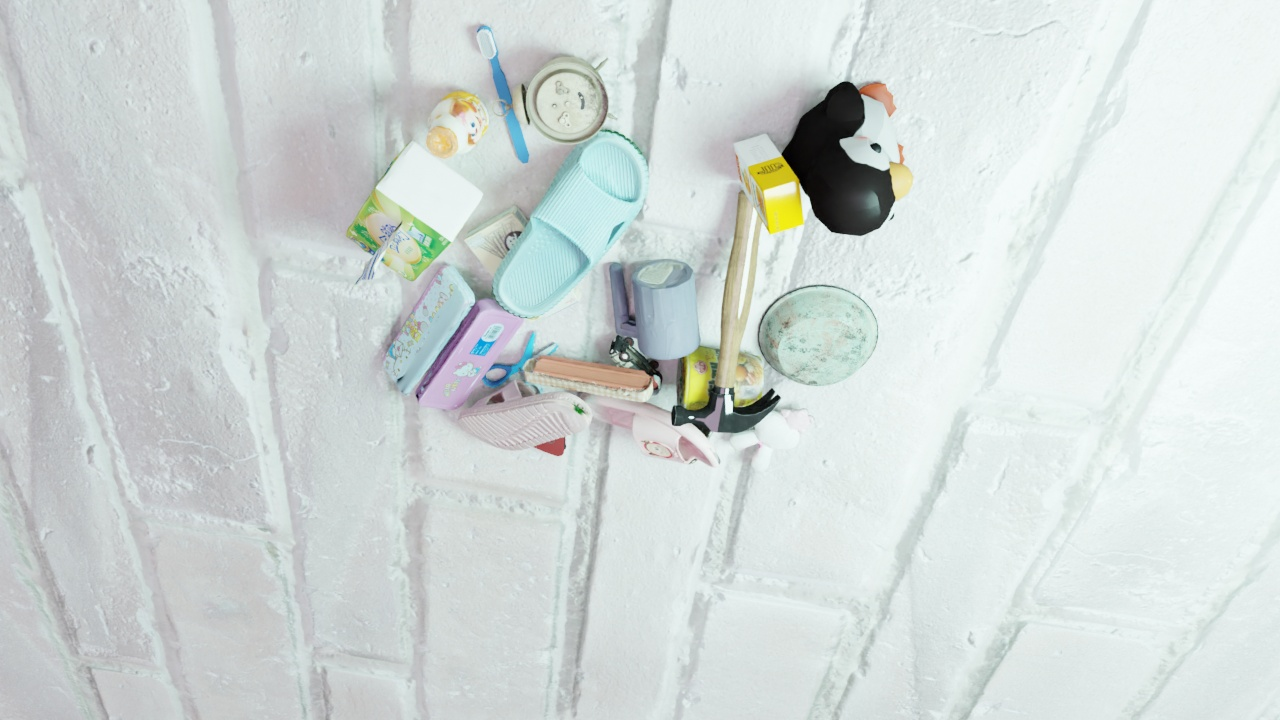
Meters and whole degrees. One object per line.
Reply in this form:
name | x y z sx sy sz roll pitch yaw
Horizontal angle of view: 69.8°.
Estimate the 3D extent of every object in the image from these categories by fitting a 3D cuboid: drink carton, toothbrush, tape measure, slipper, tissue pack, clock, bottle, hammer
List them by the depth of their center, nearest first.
drink carton | 0.144 -0.203 1.043 0.040 0.122 0.059 -17 130 -1
clock | -0.101 -0.298 1.049 0.141 0.054 0.093 -7 124 3
bottle | -0.213 -0.267 1.052 0.063 0.108 0.063 3 122 4
toothbrush | -0.159 -0.307 1.075 0.016 0.014 0.167 -7 125 12
tissue pack | -0.288 -0.146 1.082 0.120 0.141 0.198 33 157 -12
slipper | -0.088 -0.153 1.125 0.116 0.069 0.277 31 114 -22
hammer | 0.123 -0.057 1.148 0.132 0.040 0.306 4 107 -11
slipper | 0.009 0.095 1.272 0.222 0.055 0.107 21 159 23
slipper | -0.158 0.072 1.302 0.240 0.064 0.094 -13 134 40
tape measure | -0.135 0.113 1.372 0.059 0.019 0.052 23 122 -9

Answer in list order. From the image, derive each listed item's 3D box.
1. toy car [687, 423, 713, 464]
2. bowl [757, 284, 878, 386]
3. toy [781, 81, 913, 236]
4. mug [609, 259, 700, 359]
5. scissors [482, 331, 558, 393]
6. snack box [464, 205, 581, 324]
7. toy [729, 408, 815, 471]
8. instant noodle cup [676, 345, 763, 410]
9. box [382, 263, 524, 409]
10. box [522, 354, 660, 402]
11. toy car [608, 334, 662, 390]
toy car | 0.083 0.097 1.318 0.048 0.040 0.113 36 117 18
bowl | 0.235 -0.022 1.212 0.157 0.038 0.158 4 126 5
toy | 0.219 -0.201 0.996 0.140 0.183 0.159 -12 123 16
mug | 0.016 -0.071 1.191 0.124 0.083 0.104 16 130 30
scissors | -0.174 0.006 1.304 0.113 0.013 0.141 15 129 -4
snack box | -0.152 -0.122 1.200 0.082 0.026 0.150 -26 118 22
toy | 0.192 0.103 1.310 0.076 0.037 0.126 41 118 -16
instant noodle cup | 0.106 0.026 1.236 0.108 0.102 0.102 2 126 -5
box | -0.267 -0.022 1.270 0.140 0.062 0.215 33 123 -12
box | -0.068 0.028 1.242 0.187 0.054 0.076 9 171 18
toy car | -0.007 0.007 1.265 0.037 0.040 0.092 -35 114 29
